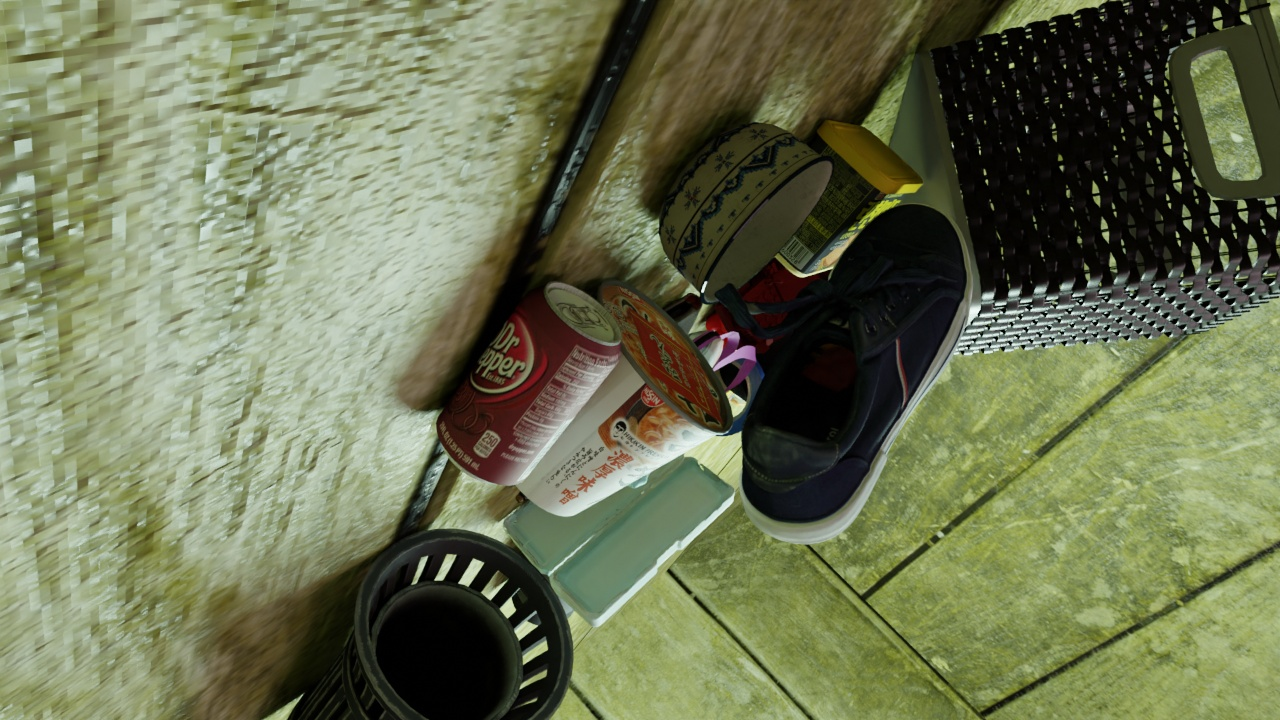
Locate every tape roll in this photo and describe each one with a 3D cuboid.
[{"bbox_3d":[0.082,0.029,0.931,0.091,0.093,0.016,-44,167,18],"label":"tape roll"}]

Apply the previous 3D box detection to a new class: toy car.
[{"bbox_3d":[0.152,-0.074,0.852,0.169,0.070,0.062,-39,-158,-24],"label":"toy car"}]

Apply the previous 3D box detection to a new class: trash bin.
[{"bbox_3d":[-0.179,0.263,0.715,0.163,0.164,0.228,-27,161,-52],"label":"trash bin"}]

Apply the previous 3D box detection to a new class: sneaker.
[{"bbox_3d":[0.138,-0.031,0.603,0.293,0.121,0.127,-55,146,-33],"label":"sneaker"}]

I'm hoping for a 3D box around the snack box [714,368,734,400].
[{"bbox_3d":[0.052,0.058,1.036,0.125,0.040,0.088,-31,160,-45],"label":"snack box"}]

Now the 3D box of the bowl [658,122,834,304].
[{"bbox_3d":[0.058,-0.097,0.565,0.115,0.059,0.116,-42,166,-13],"label":"bowl"}]

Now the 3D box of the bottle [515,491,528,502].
[{"bbox_3d":[-0.069,0.092,0.812,0.105,0.025,0.025,-38,164,-29],"label":"bottle"}]

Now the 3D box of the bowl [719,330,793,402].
[{"bbox_3d":[0.123,0.004,1.010,0.053,0.124,0.123,-11,-165,45],"label":"bowl"}]

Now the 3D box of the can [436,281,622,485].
[{"bbox_3d":[-0.064,0.014,0.523,0.114,0.063,0.063,-51,165,22],"label":"can"}]

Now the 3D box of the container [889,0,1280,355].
[{"bbox_3d":[0.367,-0.143,0.786,0.244,0.247,0.245,-9,168,7],"label":"container"}]

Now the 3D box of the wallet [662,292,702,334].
[{"bbox_3d":[-0.004,0.004,0.744,0.119,0.031,0.100,-32,158,-39],"label":"wallet"}]

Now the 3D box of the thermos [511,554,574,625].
[{"bbox_3d":[-0.085,0.217,1.004,0.082,0.082,0.241,-37,164,-32],"label":"thermos"}]

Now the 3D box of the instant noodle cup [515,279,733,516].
[{"bbox_3d":[-0.026,0.033,0.602,0.122,0.123,0.123,-40,169,19],"label":"instant noodle cup"}]

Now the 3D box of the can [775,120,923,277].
[{"bbox_3d":[0.157,-0.129,0.742,0.101,0.072,0.130,-50,166,27],"label":"can"}]

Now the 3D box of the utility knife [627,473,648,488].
[{"bbox_3d":[-0.037,0.076,0.700,0.022,0.015,0.169,-47,-158,-18],"label":"utility knife"}]

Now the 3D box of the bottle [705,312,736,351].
[{"bbox_3d":[0.111,-0.043,0.912,0.141,0.042,0.042,-30,159,-50],"label":"bottle"}]

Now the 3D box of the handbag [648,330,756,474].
[{"bbox_3d":[0.039,0.021,0.743,0.169,0.068,0.145,-27,154,-49],"label":"handbag"}]

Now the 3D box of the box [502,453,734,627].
[{"bbox_3d":[-0.018,0.148,0.886,0.196,0.136,0.043,-38,159,-29],"label":"box"}]

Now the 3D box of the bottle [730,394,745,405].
[{"bbox_3d":[0.138,0.012,1.110,0.063,0.063,0.109,-36,164,-35],"label":"bottle"}]
